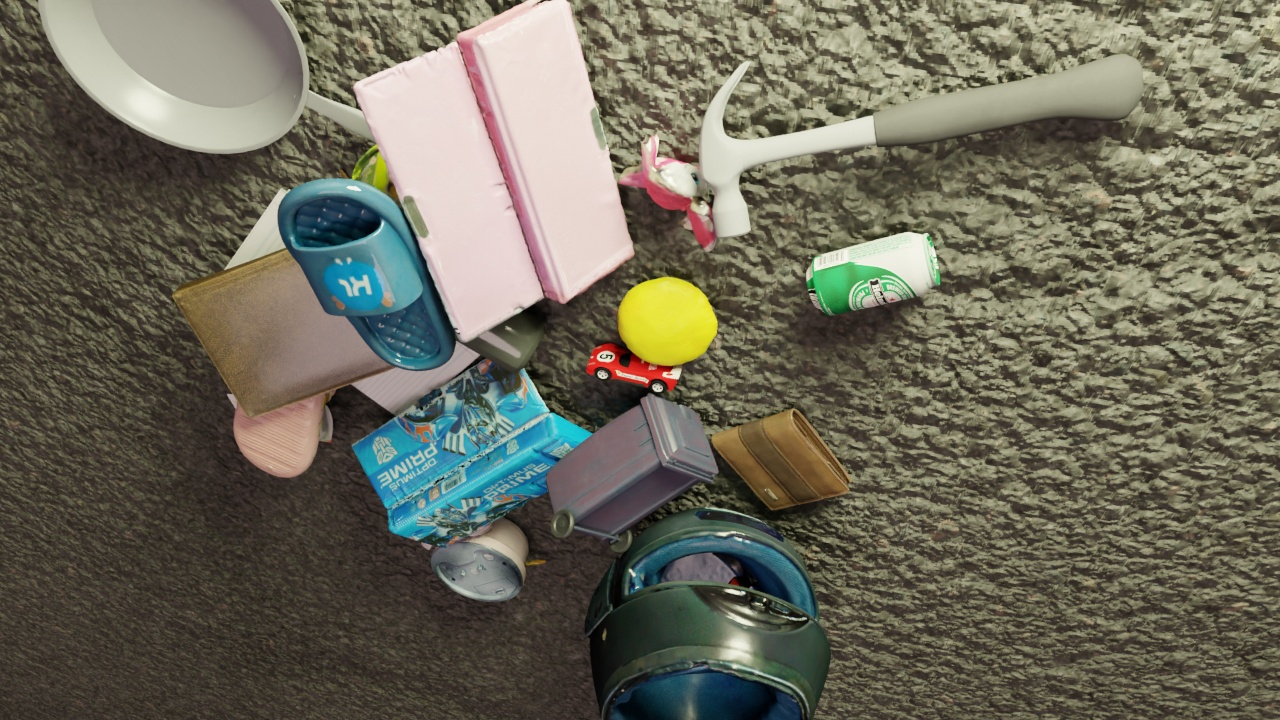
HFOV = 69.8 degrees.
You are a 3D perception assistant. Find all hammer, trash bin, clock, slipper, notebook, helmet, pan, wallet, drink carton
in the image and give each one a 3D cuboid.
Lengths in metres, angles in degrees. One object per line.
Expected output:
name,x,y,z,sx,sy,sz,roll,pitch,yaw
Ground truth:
hammer,0.194,-0.176,0.669,0.311,0.029,0.125,-8,106,15
trash bin,-0.009,0.114,0.920,0.161,0.092,0.093,-37,141,25
clock,-0.205,0.228,1.127,0.117,0.058,0.158,-24,120,31
slipper,-0.371,0.029,0.986,0.093,0.081,0.198,21,111,-1
notebook,-0.301,-0.047,0.948,0.245,0.013,0.178,39,130,-18
helmet,0.072,0.270,0.960,0.249,0.235,0.317,15,140,-2
slipper,-0.217,-0.056,0.732,0.104,0.059,0.214,-3,140,13
notebook,-0.331,-0.057,0.883,0.216,0.034,0.190,-17,112,11
pan,-0.298,-0.230,0.762,0.356,0.050,0.201,19,137,-20
wallet,0.146,0.105,0.944,0.099,0.026,0.121,-22,122,34
drink carton,-0.423,0.067,1.071,0.122,0.038,0.069,3,130,22

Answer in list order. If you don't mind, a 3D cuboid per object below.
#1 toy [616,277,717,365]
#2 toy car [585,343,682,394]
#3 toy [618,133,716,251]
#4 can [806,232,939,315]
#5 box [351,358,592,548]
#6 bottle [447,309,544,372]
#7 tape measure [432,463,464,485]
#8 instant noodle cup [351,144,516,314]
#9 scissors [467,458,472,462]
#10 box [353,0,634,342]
toy,0.024,-0.035,0.847,0.094,0.041,0.096,-1,129,10
toy car,-0.005,0.005,0.891,0.089,0.038,0.025,13,130,4
toy,0.034,-0.138,0.753,0.102,0.050,0.065,47,161,-2
can,0.191,-0.071,0.759,0.101,0.053,0.053,-13,125,26
box,-0.182,0.111,0.985,0.244,0.071,0.170,-31,115,22
bottle,-0.150,-0.037,0.881,0.108,0.060,0.060,31,131,-12
tape measure,-0.236,0.120,1.056,0.065,0.016,0.064,22,132,0
instant noodle cup,-0.186,-0.109,0.787,0.146,0.097,0.146,3,139,3
scissors,-0.196,0.114,1.059,0.125,0.015,0.127,14,135,5
box,-0.099,-0.139,0.715,0.039,0.178,0.233,32,149,44
